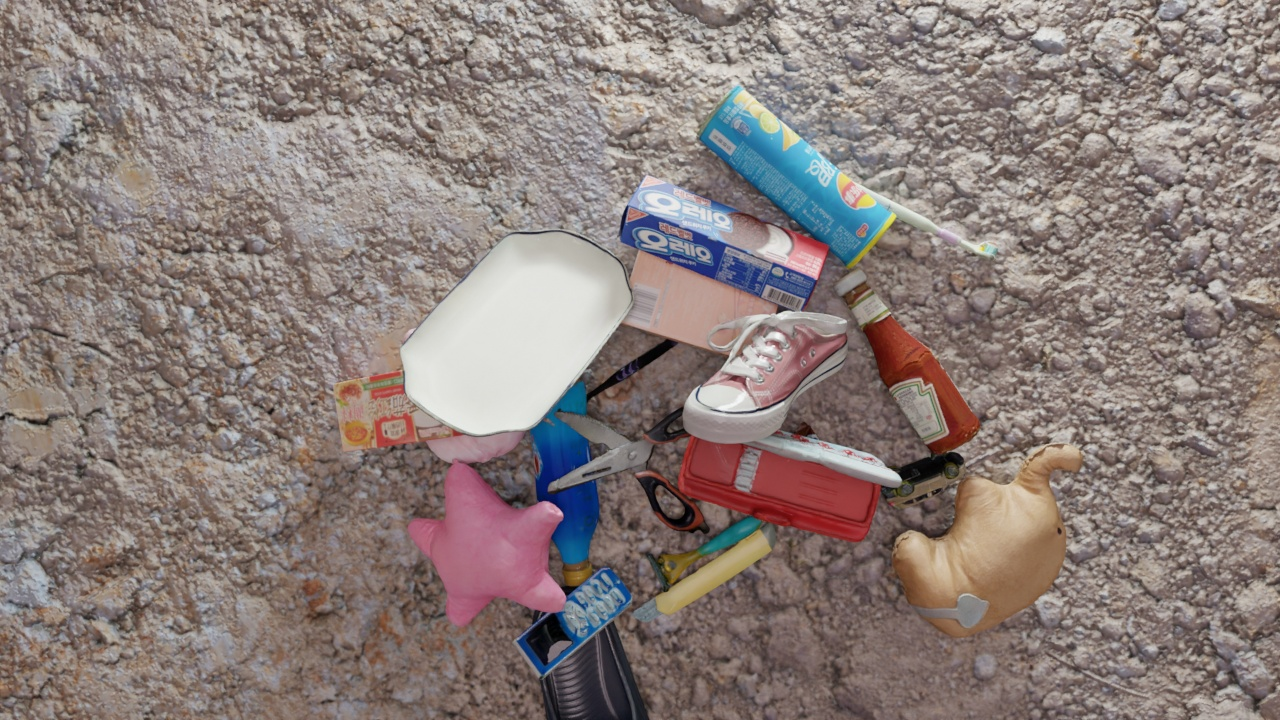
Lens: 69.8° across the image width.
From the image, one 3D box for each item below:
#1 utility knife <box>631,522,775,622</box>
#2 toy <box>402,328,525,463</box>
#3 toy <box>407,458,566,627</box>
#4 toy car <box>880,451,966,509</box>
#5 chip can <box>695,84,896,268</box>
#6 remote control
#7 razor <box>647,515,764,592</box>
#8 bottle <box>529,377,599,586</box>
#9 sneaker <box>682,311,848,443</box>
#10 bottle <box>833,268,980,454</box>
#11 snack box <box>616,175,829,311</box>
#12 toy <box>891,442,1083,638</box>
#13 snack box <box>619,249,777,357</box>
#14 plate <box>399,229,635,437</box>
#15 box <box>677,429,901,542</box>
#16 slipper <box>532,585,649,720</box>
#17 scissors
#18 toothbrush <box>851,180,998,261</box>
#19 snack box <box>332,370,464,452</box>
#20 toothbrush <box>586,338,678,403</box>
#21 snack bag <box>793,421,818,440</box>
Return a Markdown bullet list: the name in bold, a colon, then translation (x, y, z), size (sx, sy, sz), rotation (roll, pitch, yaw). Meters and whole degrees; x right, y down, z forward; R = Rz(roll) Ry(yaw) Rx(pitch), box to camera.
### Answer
- **utility knife**: translation (0.069, 0.228, 0.969), size (0.178, 0.019, 0.031), rotation (-32, 85, -4)
- **toy**: translation (-0.185, 0.030, 0.961), size (0.121, 0.054, 0.159), rotation (-21, 90, 9)
- **toy**: translation (-0.153, 0.182, 0.937), size (0.195, 0.074, 0.178), rotation (-18, 94, 30)
- **toy car**: translation (0.293, 0.122, 0.949), size (0.090, 0.042, 0.035), rotation (-25, 111, 7)
- **chip can**: translation (0.158, -0.188, 0.939), size (0.210, 0.071, 0.071), rotation (41, 91, 2)
- **remote control**: translation (-0.067, 0.267, 0.936), size (0.124, 0.024, 0.049), rotation (-37, 70, -11)
- **razor**: translation (0.072, 0.195, 0.962), size (0.133, 0.028, 0.043), rotation (-31, 66, 8)
- **bottle**: translation (-0.077, 0.126, 0.946), size (0.065, 0.065, 0.219), rotation (-6, 100, 2)
- **sneaker**: translation (0.123, -0.003, 0.871), size (0.118, 0.240, 0.088), rotation (19, 124, 37)
- **bottle**: translation (0.268, -0.002, 0.942), size (0.060, 0.060, 0.206), rotation (-33, 85, 2)
- **snack box**: translation (0.083, -0.119, 0.935), size (0.207, 0.057, 0.058), rotation (22, 53, 6)
- **toy**: translation (0.365, 0.181, 0.927), size (0.226, 0.082, 0.143), rotation (-41, 102, -1)
- **snack box**: translation (0.062, -0.056, 0.961), size (0.157, 0.026, 0.084), rotation (17, 84, 2)
- **plate**: translation (-0.118, -0.027, 0.911), size (0.162, 0.034, 0.264), rotation (28, 57, 12)
- **box**: translation (0.141, 0.118, 0.897), size (0.201, 0.100, 0.094), rotation (15, 91, 2)
- **slipper**: translation (-0.051, 0.370, 0.944), size (0.111, 0.083, 0.268), rotation (-16, 87, 2)
- **scissors**: translation (0.011, 0.096, 0.939), size (0.225, 0.015, 0.189), rotation (42, 82, -23)
- **toothbrush**: translation (0.284, -0.152, 0.960), size (0.189, 0.029, 0.020), rotation (26, 132, 4)
- **snack box**: translation (-0.250, 0.050, 0.948), size (0.153, 0.025, 0.075), rotation (-9, 89, 28)
- **toothbrush**: translation (-0.006, 0.006, 0.974), size (0.189, 0.017, 0.014), rotation (-33, 88, 1)
- **snack bag**: translation (0.196, 0.114, 0.960), size (0.105, 0.026, 0.045), rotation (41, 93, 3)
